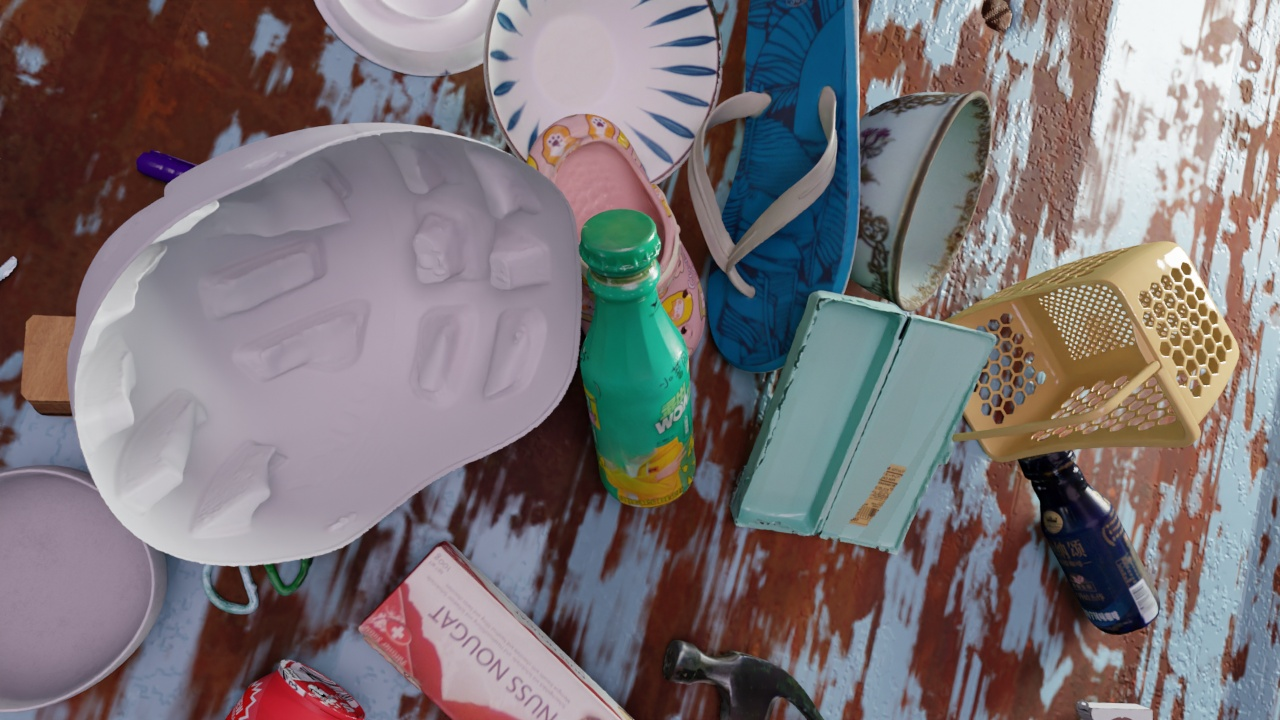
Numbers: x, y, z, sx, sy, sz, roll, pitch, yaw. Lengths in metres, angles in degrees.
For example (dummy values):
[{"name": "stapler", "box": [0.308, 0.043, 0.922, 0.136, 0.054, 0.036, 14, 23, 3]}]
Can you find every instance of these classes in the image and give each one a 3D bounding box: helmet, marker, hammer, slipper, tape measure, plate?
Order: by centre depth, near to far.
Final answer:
[{"name": "helmet", "box": [-0.171, -0.013, 0.508, 0.281, 0.184, 0.224, -47, 139, -45]}, {"name": "marker", "box": [-0.262, -0.109, 0.606, 0.134, 0.015, 0.018, 19, 52, -13]}, {"name": "slipper", "box": [-0.004, -0.069, 0.612, 0.093, 0.081, 0.197, -32, 117, -15]}, {"name": "slipper", "box": [0.092, -0.133, 0.625, 0.060, 0.118, 0.295, -7, 104, -52]}, {"name": "hammer", "box": [0.046, 0.374, 0.639, 0.133, 0.033, 0.333, 16, 82, -14]}, {"name": "plate", "box": [-0.156, -0.280, 0.652, 0.157, 0.014, 0.157, 1, 85, -15]}, {"name": "tape measure", "box": [0.380, 0.307, 0.740, 0.060, 0.020, 0.062, 7, 84, -15]}]

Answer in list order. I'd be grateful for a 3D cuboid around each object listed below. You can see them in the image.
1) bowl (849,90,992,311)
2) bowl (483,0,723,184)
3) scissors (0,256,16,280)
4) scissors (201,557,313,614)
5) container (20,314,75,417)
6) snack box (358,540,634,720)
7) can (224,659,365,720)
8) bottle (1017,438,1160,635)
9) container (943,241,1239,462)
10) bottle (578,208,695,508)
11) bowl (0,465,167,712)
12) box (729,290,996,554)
[{"name": "bowl", "box": [0.183, -0.125, 0.678, 0.094, 0.160, 0.159, 24, 75, 29]}, {"name": "bowl", "box": [-0.035, -0.205, 0.636, 0.177, 0.071, 0.177, -10, 112, -27]}, {"name": "scissors", "box": [-0.435, -0.017, 0.551, 0.104, 0.015, 0.133, 4, 82, -14]}, {"name": "scissors", "box": [-0.267, 0.101, 0.587, 0.070, 0.014, 0.130, -30, 94, -16]}, {"name": "container", "box": [-0.313, 0.003, 0.557, 0.114, 0.061, 0.063, 2, 84, -15]}, {"name": "snack box", "box": [-0.058, 0.238, 0.597, 0.273, 0.044, 0.076, 45, 81, -1]}, {"name": "can", "box": [-0.234, 0.258, 0.547, 0.074, 0.074, 0.142, 37, 77, -9]}, {"name": "bottle", "box": [0.354, 0.138, 0.730, 0.056, 0.056, 0.161, -29, 93, -16]}, {"name": "container", "box": [0.297, 0.007, 0.662, 0.166, 0.184, 0.129, -33, 94, -23]}, {"name": "bottle", "box": [-0.003, 0.003, 0.576, 0.068, 0.068, 0.210, -22, 134, -16]}, {"name": "bowl", "box": [-0.347, 0.128, 0.534, 0.131, 0.064, 0.131, 2, 84, -15]}, {"name": "box", "box": [0.154, 0.049, 0.648, 0.136, 0.033, 0.187, 11, 116, -15]}]
